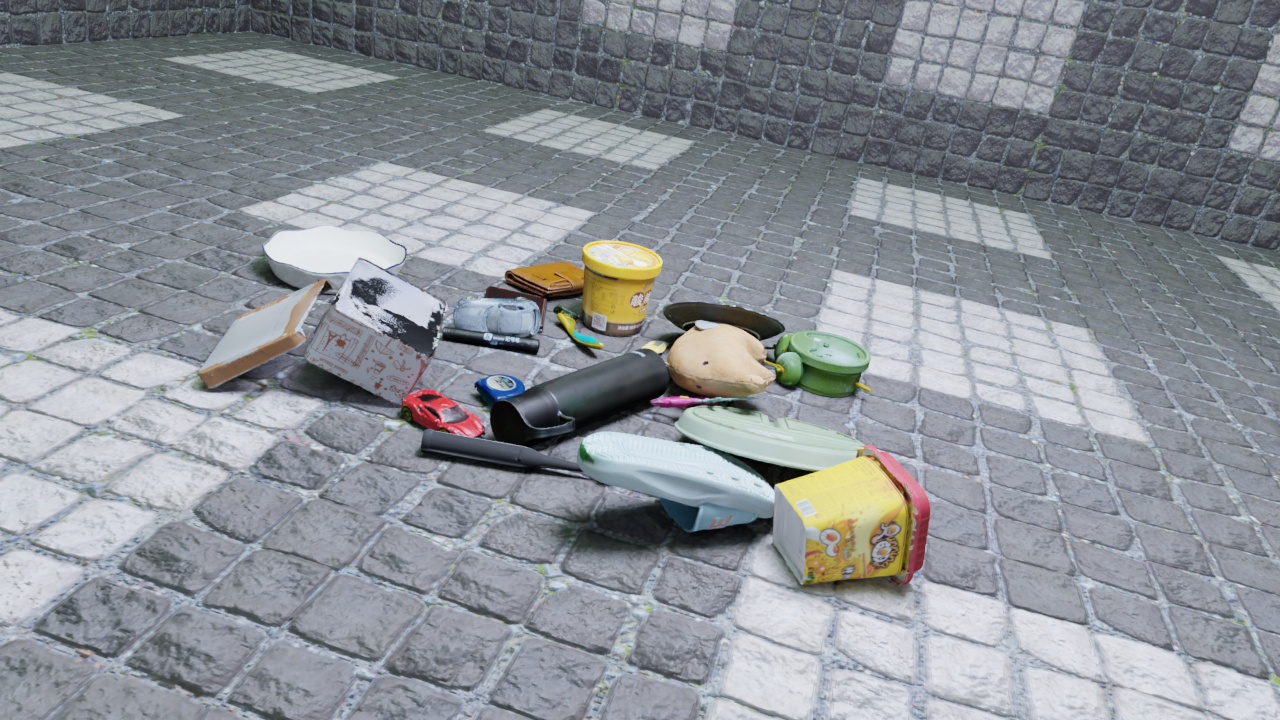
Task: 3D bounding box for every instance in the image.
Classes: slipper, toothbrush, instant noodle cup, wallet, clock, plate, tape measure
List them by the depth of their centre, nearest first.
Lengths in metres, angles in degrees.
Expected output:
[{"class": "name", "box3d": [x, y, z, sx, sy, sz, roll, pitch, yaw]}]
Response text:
[{"class": "instant noodle cup", "box3d": [0.202, 0.159, 0.902, 0.123, 0.116, 0.116, -10, 29, -13]}, {"class": "slipper", "box3d": [0.041, 0.130, 0.924, 0.245, 0.074, 0.104, 16, 12, -32]}, {"class": "toothbrush", "box3d": [-0.127, 0.104, 0.982, 0.212, 0.027, 0.026, 10, 62, -1]}, {"class": "plate", "box3d": [0.153, 0.086, 1.045, 0.230, 0.027, 0.230, 10, 5, -1]}, {"class": "tape measure", "box3d": [-0.167, 0.039, 1.109, 0.054, 0.025, 0.058, -8, 34, -38]}, {"class": "clock", "box3d": [0.249, 0.002, 1.315, 0.161, 0.056, 0.116, 11, 24, 2]}, {"class": "plate", "box3d": [0.118, -0.049, 1.329, 0.179, 0.024, 0.179, 10, -10, 2]}, {"class": "wallet", "box3d": [-0.188, -0.078, 1.366, 0.096, 0.020, 0.122, 12, 23, -8]}, {"class": "instant noodle cup", "box3d": [-0.035, -0.105, 1.367, 0.118, 0.115, 0.118, 9, 24, -4]}, {"class": "plate", "box3d": [-0.460, -0.152, 1.387, 0.205, 0.046, 0.204, 9, 24, -4]}, {"class": "wallet", "box3d": [-0.132, -0.129, 1.483, 0.119, 0.035, 0.130, 21, 24, 37]}]

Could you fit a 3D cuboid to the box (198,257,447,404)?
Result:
[{"class": "box", "box3d": [-0.371, -0.039, 1.096, 0.271, 0.133, 0.179, 2, 25, -7]}]

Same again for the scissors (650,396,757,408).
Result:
[{"class": "scissors", "box3d": [0.082, 0.051, 1.136, 0.133, 0.017, 0.131, -4, -6, 21]}]

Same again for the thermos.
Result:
[{"class": "thermos", "box3d": [-0.059, 0.048, 1.081, 0.090, 0.068, 0.241, 19, 26, 36]}]

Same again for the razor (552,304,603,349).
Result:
[{"class": "razor", "box3d": [-0.085, -0.041, 1.311, 0.043, 0.028, 0.132, 32, 6, -37]}]

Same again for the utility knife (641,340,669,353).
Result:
[{"class": "utility knife", "box3d": [-0.007, 0.007, 1.261, 0.031, 0.021, 0.207, 12, 28, 19]}]

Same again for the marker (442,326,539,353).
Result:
[{"class": "marker", "box3d": [-0.203, -0.028, 1.251, 0.132, 0.020, 0.022, 8, -5, -2]}]

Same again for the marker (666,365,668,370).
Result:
[{"class": "marker", "box3d": [0.044, 0.005, 1.278, 0.018, 0.015, 0.123, 22, 28, 34]}]

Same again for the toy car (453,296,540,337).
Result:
[{"class": "toy car", "box3d": [-0.199, -0.059, 1.275, 0.120, 0.054, 0.036, 2, 24, -17]}]

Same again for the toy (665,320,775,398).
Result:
[{"class": "toy", "box3d": [0.102, 0.010, 1.191, 0.143, 0.082, 0.225, -4, 18, 1]}]

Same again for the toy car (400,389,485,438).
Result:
[{"class": "toy car", "box3d": [-0.221, 0.063, 1.033, 0.106, 0.031, 0.049, 27, 31, 29]}]
